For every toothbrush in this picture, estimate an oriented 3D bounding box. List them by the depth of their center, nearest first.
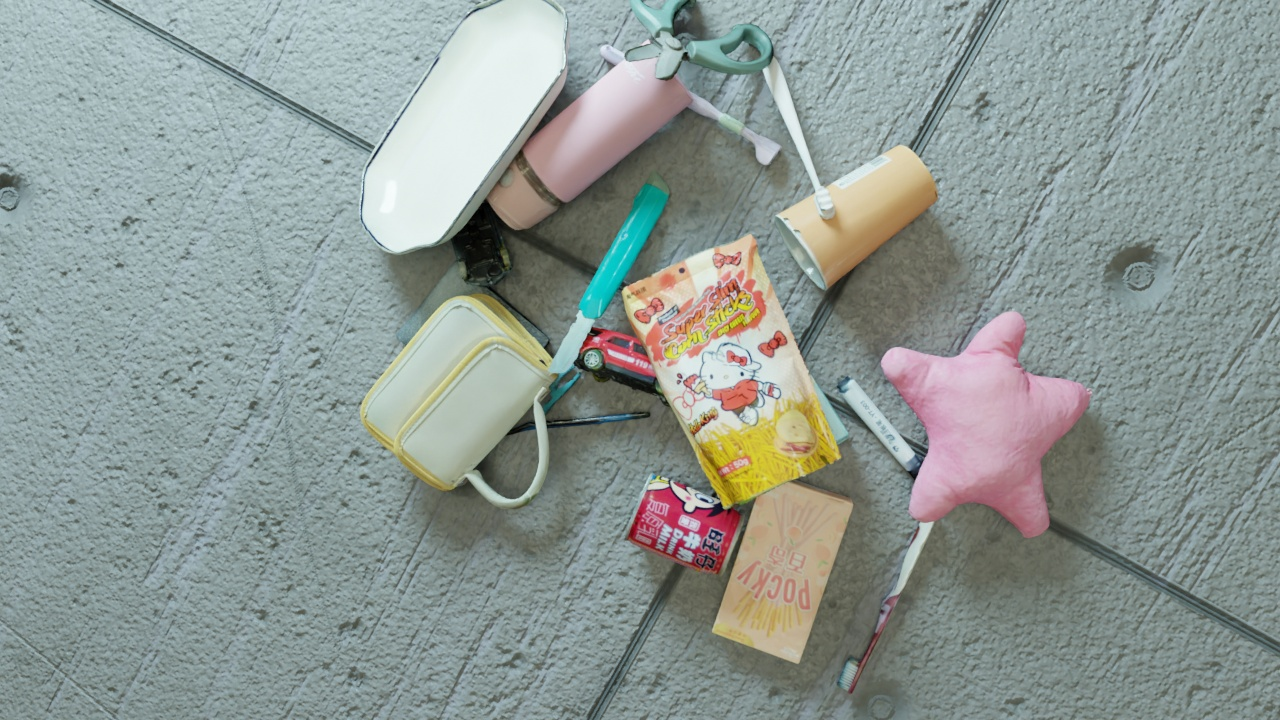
[{"bbox_3d":[0.132,-0.197,0.782,0.016,0.016,0.180,-17,64,5],"label":"toothbrush"},{"bbox_3d":[0.223,0.216,0.828,0.017,0.016,0.187,25,97,16],"label":"toothbrush"},{"bbox_3d":[0.043,-0.234,0.829,0.189,0.021,0.029,34,59,7],"label":"toothbrush"},{"bbox_3d":[-0.084,0.058,0.865,0.190,0.014,0.016,-7,76,9],"label":"toothbrush"}]

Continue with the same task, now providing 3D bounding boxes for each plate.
[{"bbox_3d":[-0.154,-0.208,0.823,0.162,0.034,0.266,40,98,37],"label":"plate"}]

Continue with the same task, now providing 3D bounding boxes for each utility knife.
[{"bbox_3d":[-0.028,-0.078,0.826,0.029,0.013,0.209,28,81,6],"label":"utility knife"}]

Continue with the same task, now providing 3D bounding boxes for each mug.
[{"bbox_3d":[0.187,-0.127,0.788,0.123,0.078,0.078,-35,88,3],"label":"mug"}]

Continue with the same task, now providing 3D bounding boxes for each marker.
[{"bbox_3d":[0.223,0.067,0.819,0.022,0.018,0.130,-39,88,0],"label":"marker"}]

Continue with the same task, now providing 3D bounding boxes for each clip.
[{"bbox_3d":[-0.079,0.027,0.862,0.057,0.014,0.048,-42,84,9],"label":"clip"}]

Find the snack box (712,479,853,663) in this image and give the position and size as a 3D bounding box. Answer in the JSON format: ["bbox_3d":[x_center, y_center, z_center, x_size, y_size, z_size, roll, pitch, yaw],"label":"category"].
[{"bbox_3d":[0.129,0.187,0.834,0.084,0.026,0.157,18,95,7],"label":"snack box"}]

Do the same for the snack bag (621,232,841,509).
[{"bbox_3d":[0.076,0.010,0.768,0.129,0.073,0.208,-25,83,12],"label":"snack bag"}]

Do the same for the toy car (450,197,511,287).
[{"bbox_3d":[-0.152,-0.115,0.851,0.049,0.031,0.105,-17,77,-3],"label":"toy car"}]

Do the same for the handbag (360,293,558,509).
[{"bbox_3d":[-0.147,0.048,0.836,0.179,0.063,0.163,44,101,1],"label":"handbag"}]

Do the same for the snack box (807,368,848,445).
[{"bbox_3d":[0.107,0.012,0.815,0.074,0.051,0.175,-33,88,9],"label":"snack box"}]

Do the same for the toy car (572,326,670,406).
[{"bbox_3d":[-0.005,0.005,0.830,0.120,0.053,0.045,22,79,10],"label":"toy car"}]

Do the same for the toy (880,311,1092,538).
[{"bbox_3d":[0.304,0.060,0.781,0.178,0.074,0.194,-14,94,-2],"label":"toy"}]

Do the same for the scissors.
[{"bbox_3d":[0.053,-0.266,0.774,0.169,0.177,0.019,21,135,-9],"label":"scissors"}]

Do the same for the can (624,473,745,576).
[{"bbox_3d":[0.040,0.149,0.824,0.094,0.066,0.066,22,96,7],"label":"can"}]

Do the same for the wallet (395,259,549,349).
[{"bbox_3d":[-0.159,-0.021,0.870,0.121,0.019,0.097,40,100,3],"label":"wallet"}]

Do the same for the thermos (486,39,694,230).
[{"bbox_3d":[-0.053,-0.201,0.818,0.199,0.067,0.087,-35,59,17],"label":"thermos"}]
